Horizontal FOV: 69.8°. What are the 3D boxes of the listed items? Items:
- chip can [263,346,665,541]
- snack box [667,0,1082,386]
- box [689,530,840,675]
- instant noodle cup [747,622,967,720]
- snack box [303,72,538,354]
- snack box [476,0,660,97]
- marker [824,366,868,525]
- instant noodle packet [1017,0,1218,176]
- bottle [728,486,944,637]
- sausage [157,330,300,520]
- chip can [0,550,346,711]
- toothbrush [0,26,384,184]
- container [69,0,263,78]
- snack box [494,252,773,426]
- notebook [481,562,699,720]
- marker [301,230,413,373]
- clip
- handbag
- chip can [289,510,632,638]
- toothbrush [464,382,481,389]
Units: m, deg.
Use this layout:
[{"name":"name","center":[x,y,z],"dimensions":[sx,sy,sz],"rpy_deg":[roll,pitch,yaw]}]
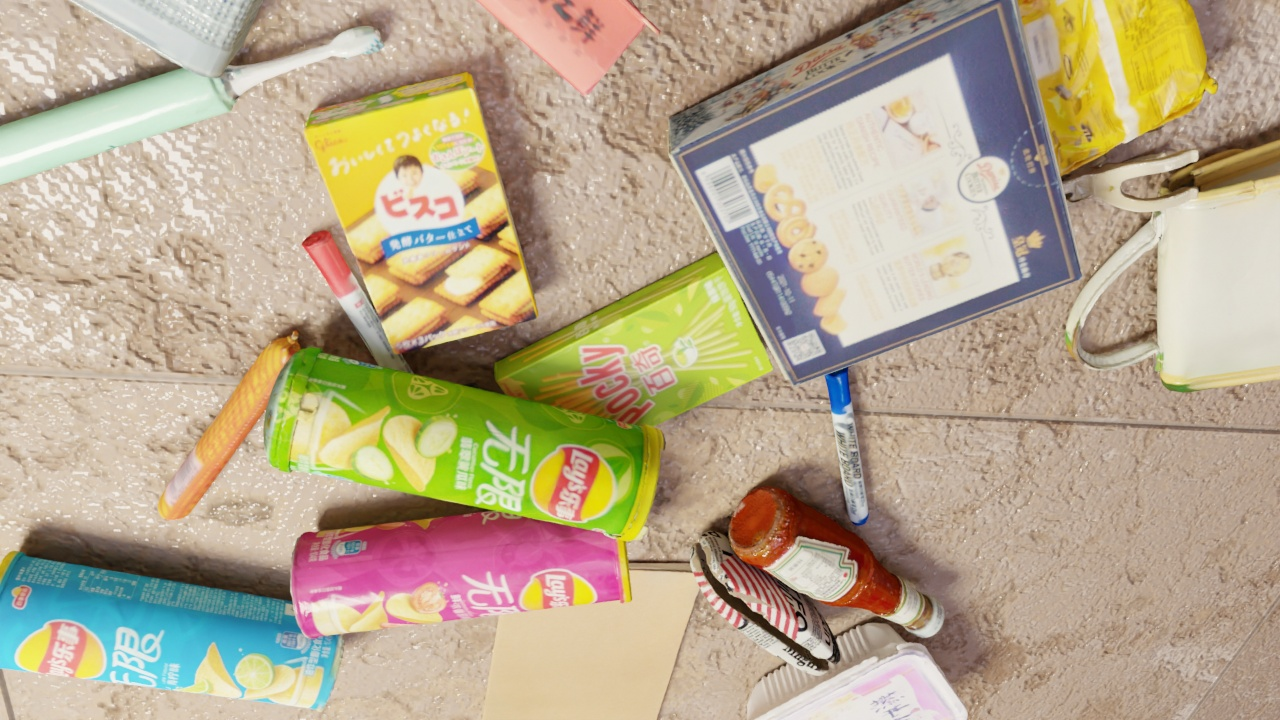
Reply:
[{"name":"chip can","center":[-0.100,0.049,0.532],"dimensions":[0.221,0.072,0.073],"rpy_deg":[13,119,-13]},{"name":"snack box","center":[0.134,-0.090,0.516],"dimensions":[0.183,0.045,0.178],"rpy_deg":[-22,124,16]},{"name":"box","center":[0.099,0.181,0.691],"dimensions":[0.060,0.071,0.164],"rpy_deg":[-28,128,28]},{"name":"instant noodle cup","center":[0.173,0.292,0.781],"dimensions":[0.173,0.060,0.138],"rpy_deg":[-33,123,8]},{"name":"snack box","center":[-0.114,-0.076,0.499],"dimensions":[0.087,0.033,0.140],"rpy_deg":[-14,122,-3]},{"name":"snack box","center":[-0.056,-0.174,0.390],"dimensions":[0.113,0.127,0.044],"rpy_deg":[36,109,-28]},{"name":"marker","center":[0.148,0.063,0.653],"dimensions":[0.017,0.017,0.146],"rpy_deg":[-17,124,-1]},{"name":"instant noodle packet","center":[0.250,-0.177,0.503],"dimensions":[0.111,0.044,0.128],"rpy_deg":[-28,121,9]},{"name":"bottle","center":[0.155,0.159,0.691],"dimensions":[0.206,0.059,0.060],"rpy_deg":[32,111,-28]},{"name":"sausage","center":[-0.249,0.043,0.554],"dimensions":[0.021,0.021,0.165],"rpy_deg":[32,111,-28]},{"name":"chip can","center":[-0.306,0.181,0.601],"dimensions":[0.210,0.071,0.071],"rpy_deg":[17,117,-22]},{"name":"toothbrush","center":[-0.233,-0.125,0.446],"dimensions":[0.224,0.027,0.026],"rpy_deg":[-18,92,0]},{"name":"container","center":[-0.185,-0.194,0.375],"dimensions":[0.090,0.090,0.112],"rpy_deg":[30,109,-27]},{"name":"snack box","center":[-0.003,0.003,0.577],"dimensions":[0.156,0.026,0.086],"rpy_deg":[-25,123,6]},{"name":"notebook","center":[-0.044,0.239,0.730],"dimensions":[0.149,0.012,0.212],"rpy_deg":[5,121,-14]},{"name":"marker","center":[-0.155,-0.012,0.541],"dimensions":[0.017,0.017,0.145],"rpy_deg":[-21,124,2]},{"name":"clip","center":[0.283,-0.118,0.561],"dimensions":[0.102,0.094,0.035],"rpy_deg":[1,134,34]},{"name":"handbag","center":[0.373,-0.056,0.607],"dimensions":[0.179,0.063,0.163],"rpy_deg":[-12,125,14]},{"name":"chip can","center":[-0.113,0.135,0.602],"dimensions":[0.210,0.071,0.071],"rpy_deg":[-6,123,-2]},{"name":"toothbrush","center":[-0.070,0.080,0.622],"dimensions":[0.016,0.014,0.189],"rpy_deg":[-42,126,-13]}]
